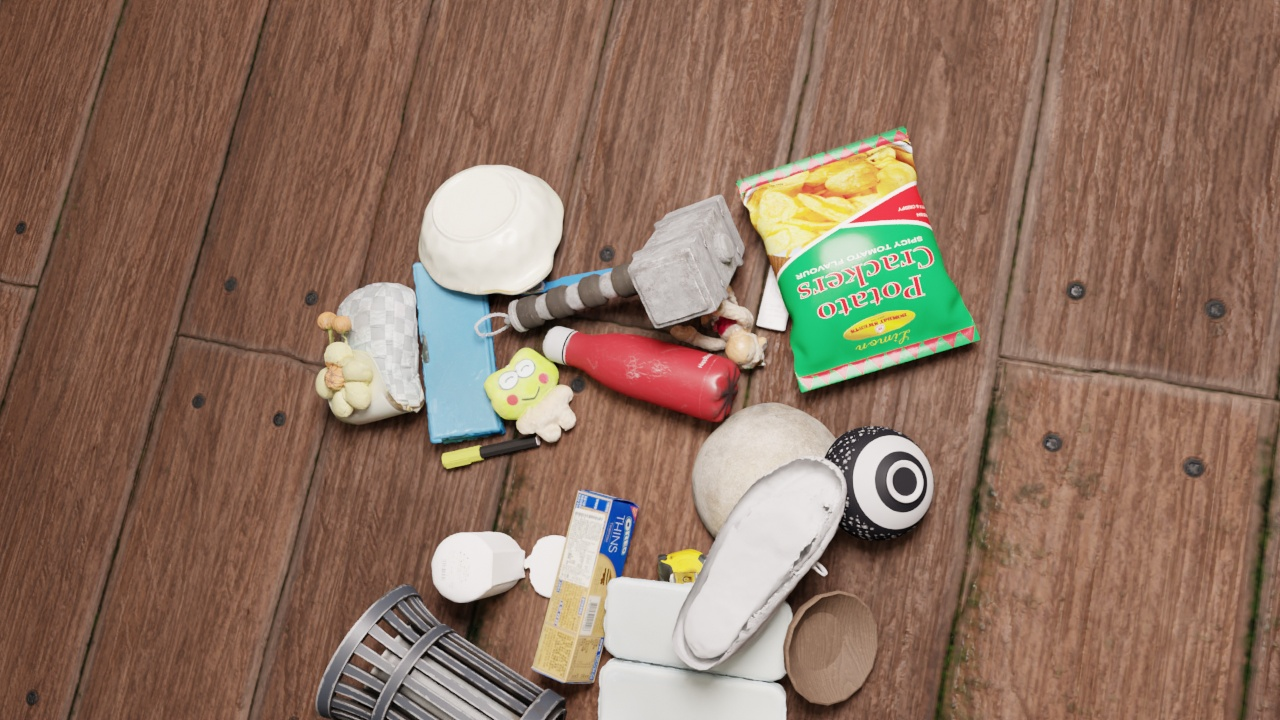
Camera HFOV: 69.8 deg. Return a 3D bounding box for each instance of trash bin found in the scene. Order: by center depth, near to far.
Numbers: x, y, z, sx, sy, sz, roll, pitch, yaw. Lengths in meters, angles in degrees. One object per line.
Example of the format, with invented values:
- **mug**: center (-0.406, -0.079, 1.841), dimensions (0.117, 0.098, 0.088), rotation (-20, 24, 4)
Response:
- **trash bin**: center (-0.209, 0.377, 1.007), dimensions (0.227, 0.164, 0.164), rotation (27, 88, 14)

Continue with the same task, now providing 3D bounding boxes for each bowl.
- **bowl**: center (0.254, 0.126, 0.945), dimensions (0.120, 0.066, 0.120), rotation (3, 80, -18)
- **bowl**: center (0.192, 0.295, 0.956), dimensions (0.117, 0.030, 0.118), rotation (-1, 91, -25)
- **bowl**: center (0.137, 0.133, 0.998), dimensions (0.179, 0.081, 0.178), rotation (-3, 80, 16)
- **bowl**: center (-0.193, -0.176, 1.128), dimensions (0.188, 0.060, 0.219), rotation (-36, 60, -9)

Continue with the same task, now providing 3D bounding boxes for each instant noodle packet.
- **instant noodle packet**: center (0.235, -0.113, 1.010), dimensions (0.196, 0.090, 0.252), rotation (-17, 80, 8)

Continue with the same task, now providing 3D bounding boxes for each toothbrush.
- **toothbrush**: center (-0.072, -0.101, 1.132), dimensions (0.167, 0.014, 0.016), rotation (-9, 77, 13)

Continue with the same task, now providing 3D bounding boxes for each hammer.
- **hammer**: center (-0.046, -0.083, 1.060), dimensions (0.327, 0.176, 0.079), rotation (-16, 113, 25)

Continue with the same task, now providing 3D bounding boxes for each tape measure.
- **tape measure**: center (0.053, 0.244, 1.021), dimensions (0.064, 0.037, 0.065), rotation (-7, 78, 14)

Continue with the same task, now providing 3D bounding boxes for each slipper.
- **slipper**: center (0.125, 0.205, 0.928), dimensions (0.112, 0.074, 0.247), rotation (34, 96, 14)

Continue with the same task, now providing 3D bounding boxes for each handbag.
- **handbag**: center (-0.338, -0.013, 1.131), dimensions (0.113, 0.123, 0.171), rotation (-14, 74, 32)

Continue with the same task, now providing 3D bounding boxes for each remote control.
- **remote control**: center (0.166, -0.098, 1.068), dimensions (0.033, 0.012, 0.131), rotation (13, 83, 15)

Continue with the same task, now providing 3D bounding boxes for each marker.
- **marker**: center (-0.183, 0.111, 1.119), dimensions (0.124, 0.017, 0.021), rotation (-13, 32, 11)

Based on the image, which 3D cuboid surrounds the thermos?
- **thermos**: center (-0.006, 0.006, 1.064), dimensions (0.240, 0.073, 0.073), rotation (16, 84, 23)

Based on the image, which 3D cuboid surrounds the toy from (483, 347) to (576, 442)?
- **toy**: center (-0.127, 0.045, 1.101), dimensions (0.092, 0.046, 0.115), rotation (-40, 81, -17)

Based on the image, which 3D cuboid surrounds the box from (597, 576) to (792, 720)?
- **box**: center (0.057, 0.334, 0.989), dimensions (0.209, 0.037, 0.189), rotation (6, 98, 14)

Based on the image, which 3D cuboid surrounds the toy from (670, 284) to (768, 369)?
- **toy**: center (0.100, -0.026, 1.050), dimensions (0.106, 0.074, 0.085), rotation (45, 126, -2)

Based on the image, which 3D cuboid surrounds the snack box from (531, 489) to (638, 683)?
- **snack box**: center (-0.060, 0.253, 1.033), dimensions (0.056, 0.057, 0.206), rotation (9, 80, 39)

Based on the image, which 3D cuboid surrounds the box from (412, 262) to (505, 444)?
- **box**: center (-0.227, -0.013, 1.150), dimensions (0.093, 0.052, 0.231), rotation (-9, 77, -3)

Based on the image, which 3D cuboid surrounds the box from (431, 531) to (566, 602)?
- **box**: center (-0.151, 0.234, 1.044), dimensions (0.150, 0.106, 0.080), rotation (-4, 81, 13)
